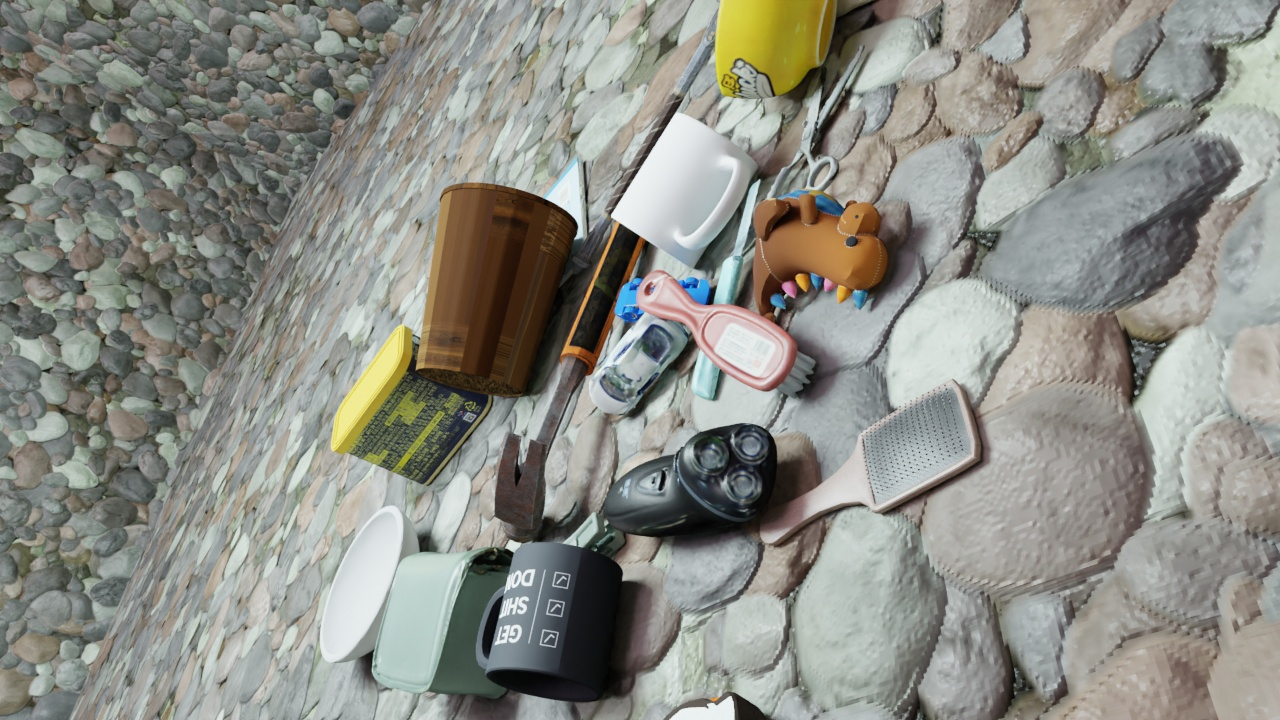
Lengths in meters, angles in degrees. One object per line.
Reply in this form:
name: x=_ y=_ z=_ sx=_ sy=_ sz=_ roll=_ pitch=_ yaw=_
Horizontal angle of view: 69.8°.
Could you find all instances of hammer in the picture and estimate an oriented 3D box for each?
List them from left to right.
hammer: x=-0.042 y=-0.022 z=0.716 sx=0.138 sy=0.035 sz=0.313 roll=100 pitch=-171 yaw=-62
hammer: x=0.020 y=-0.211 z=0.807 sx=0.323 sy=0.044 sz=0.098 roll=-58 pitch=0 yaw=20

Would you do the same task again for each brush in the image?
brush: x=0.050 y=-0.020 z=0.591 sx=0.041 sy=0.030 sz=0.172 roll=-59 pitch=36 yaw=4
brush: x=0.107 y=0.058 z=0.463 sx=0.136 sy=0.015 sz=0.049 roll=-39 pitch=34 yaw=35

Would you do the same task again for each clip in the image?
clip: x=-0.043 y=0.135 z=0.625 sx=0.076 sy=0.042 sz=0.023 roll=-45 pitch=30 yaw=24

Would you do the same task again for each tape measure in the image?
tape measure: x=0.035 y=0.194 z=0.436 sx=0.059 sy=0.038 sz=0.058 roll=-29 pitch=40 yaw=23

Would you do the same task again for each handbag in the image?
handbag: x=-0.140 y=0.194 z=0.684 sx=0.122 sy=0.067 sz=0.106 roll=-18 pitch=58 yaw=52

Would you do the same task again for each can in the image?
can: x=-0.228 y=0.048 z=0.922 sx=0.135 sy=0.104 sz=0.075 roll=-49 pitch=30 yaw=21

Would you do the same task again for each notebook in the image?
notebook: x=-0.138 y=-0.086 z=0.998 sx=0.254 sy=0.009 sz=0.180 roll=-43 pitch=34 yaw=30

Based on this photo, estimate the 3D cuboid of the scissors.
scissors: x=0.109 y=-0.145 z=0.646 sx=0.159 sy=0.014 sz=0.141 roll=-48 pitch=24 yaw=33

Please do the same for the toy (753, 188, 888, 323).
toy: x=0.104 y=-0.051 z=0.549 sx=0.090 sy=0.070 sz=0.103 roll=39 pitch=122 yaw=49

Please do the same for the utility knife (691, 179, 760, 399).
utility knife: x=0.059 y=-0.052 z=0.629 sx=0.022 sy=0.015 sz=0.165 roll=-10 pitch=62 yaw=57

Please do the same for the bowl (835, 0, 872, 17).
bowl: x=0.173 y=-0.356 z=0.687 sx=0.220 sy=0.060 sz=0.188 roll=-40 pitch=35 yaw=33

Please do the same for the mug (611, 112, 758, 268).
mug: x=0.039 y=-0.120 z=0.673 sx=0.090 sy=0.073 sz=0.110 roll=-57 pitch=29 yaw=7

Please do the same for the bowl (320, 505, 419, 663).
bowl: x=-0.246 y=0.214 z=0.864 sx=0.150 sy=0.043 sz=0.149 roll=-39 pitch=35 yaw=34

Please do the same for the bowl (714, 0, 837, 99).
bowl: x=0.103 y=-0.247 z=0.668 sx=0.068 sy=0.117 sz=0.117 roll=14 pitch=72 yaw=17

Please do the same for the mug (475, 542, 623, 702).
mug: x=-0.064 y=0.166 z=0.577 sx=0.105 sy=0.071 sz=0.077 roll=-18 pitch=48 yaw=38

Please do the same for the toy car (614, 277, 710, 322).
toy car: x=0.016 y=-0.032 z=0.697 sx=0.092 sy=0.062 sz=0.033 roll=1 pitch=59 yaw=26

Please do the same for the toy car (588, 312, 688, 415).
toy car: x=-0.004 y=0.004 z=0.661 sx=0.090 sy=0.038 sz=0.027 roll=-51 pitch=8 yaw=18

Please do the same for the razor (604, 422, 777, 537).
razor: x=0.021 y=0.073 z=0.536 sx=0.141 sy=0.063 sz=0.052 roll=-23 pitch=45 yaw=47

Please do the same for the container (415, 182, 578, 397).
container: x=-0.139 y=-0.059 z=0.851 sx=0.132 sy=0.132 sz=0.167 roll=-8 pitch=67 yaw=56
